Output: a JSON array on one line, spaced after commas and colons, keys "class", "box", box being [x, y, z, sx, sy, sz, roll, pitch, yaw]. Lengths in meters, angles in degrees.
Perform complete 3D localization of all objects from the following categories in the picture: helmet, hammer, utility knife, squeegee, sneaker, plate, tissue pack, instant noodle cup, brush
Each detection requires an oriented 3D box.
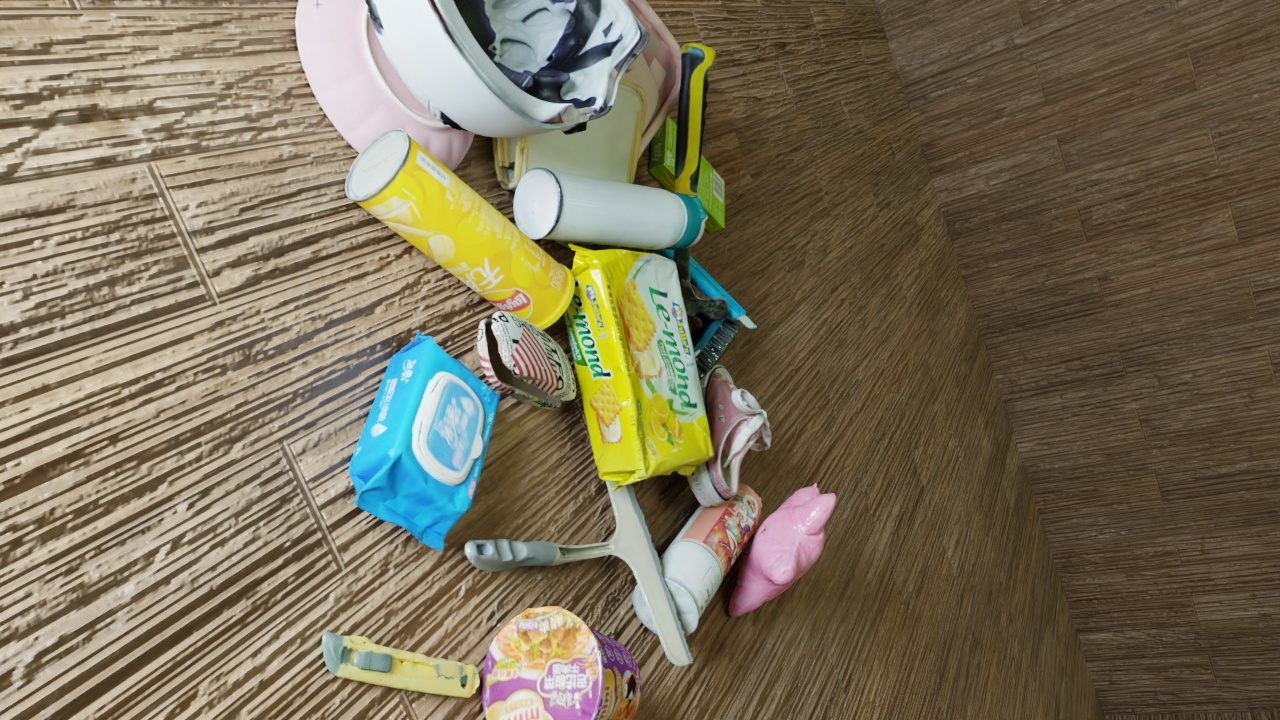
[{"class": "helmet", "box": [-0.127, -0.283, 0.747, 0.229, 0.146, 0.257, 55, 44, -27]}, {"class": "hammer", "box": [0.053, -0.214, 1.088, 0.126, 0.032, 0.323, 5, 88, -29]}, {"class": "utility knife", "box": [-0.170, 0.222, 0.664, 0.151, 0.018, 0.030, 38, 52, -51]}, {"class": "utility knife", "box": [0.082, -0.095, 1.140, 0.166, 0.018, 0.034, 43, 36, -3]}, {"class": "squeegee", "box": [-0.073, 0.170, 0.814, 0.246, 0.039, 0.246, 12, 52, -54]}, {"class": "sneaker", "box": [0.108, 0.076, 1.074, 0.118, 0.088, 0.240, 59, 20, -23]}, {"class": "plate", "box": [-0.204, -0.252, 0.790, 0.192, 0.039, 0.192, 31, 51, -49]}, {"class": "tissue pack", "box": [-0.162, 0.060, 0.706, 0.095, 0.052, 0.156, 46, 41, -38]}, {"class": "instant noodle cup", "box": [-0.056, 0.263, 0.744, 0.099, 0.112, 0.111, 37, 47, -54]}, {"class": "brush", "box": [0.070, -0.028, 1.123, 0.073, 0.055, 0.143, 46, 36, -5]}]

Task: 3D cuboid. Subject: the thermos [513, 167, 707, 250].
[{"class": "thermos", "box": [-0.023, -0.147, 0.935, 0.223, 0.073, 0.073, -2, 78, -47]}]

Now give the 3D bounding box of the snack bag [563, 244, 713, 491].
[{"class": "snack bag", "box": [-0.005, 0.005, 0.919, 0.157, 0.068, 0.246, -6, 85, -60]}]

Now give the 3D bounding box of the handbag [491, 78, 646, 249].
[{"class": "handbag", "box": [-0.077, -0.203, 0.940, 0.163, 0.063, 0.179, -7, 110, -44]}]

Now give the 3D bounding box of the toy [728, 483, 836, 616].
[{"class": "toy", "box": [0.168, 0.217, 1.079, 0.074, 0.195, 0.178, 36, 56, 5]}]

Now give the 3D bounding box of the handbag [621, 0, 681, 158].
[{"class": "handbag", "box": [-0.046, -0.308, 1.046, 0.193, 0.094, 0.233, 39, 57, -45]}]

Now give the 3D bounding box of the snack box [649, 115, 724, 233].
[{"class": "snack box", "box": [0.066, -0.248, 1.236, 0.156, 0.026, 0.085, 37, 47, -46]}]

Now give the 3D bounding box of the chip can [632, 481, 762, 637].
[{"class": "chip can", "box": [0.068, 0.208, 0.995, 0.214, 0.071, 0.071, -40, 111, -57]}]

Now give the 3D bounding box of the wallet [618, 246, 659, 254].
[{"class": "wallet", "box": [-0.006, -0.056, 1.017, 0.118, 0.035, 0.131, -42, 114, -36]}]

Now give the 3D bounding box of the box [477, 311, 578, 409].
[{"class": "box", "box": [-0.092, 0.000, 0.812, 0.164, 0.064, 0.074, 34, 59, -72]}]

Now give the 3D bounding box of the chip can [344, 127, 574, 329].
[{"class": "chip can", "box": [-0.147, -0.105, 0.785, 0.213, 0.072, 0.072, 39, 45, -44]}]
